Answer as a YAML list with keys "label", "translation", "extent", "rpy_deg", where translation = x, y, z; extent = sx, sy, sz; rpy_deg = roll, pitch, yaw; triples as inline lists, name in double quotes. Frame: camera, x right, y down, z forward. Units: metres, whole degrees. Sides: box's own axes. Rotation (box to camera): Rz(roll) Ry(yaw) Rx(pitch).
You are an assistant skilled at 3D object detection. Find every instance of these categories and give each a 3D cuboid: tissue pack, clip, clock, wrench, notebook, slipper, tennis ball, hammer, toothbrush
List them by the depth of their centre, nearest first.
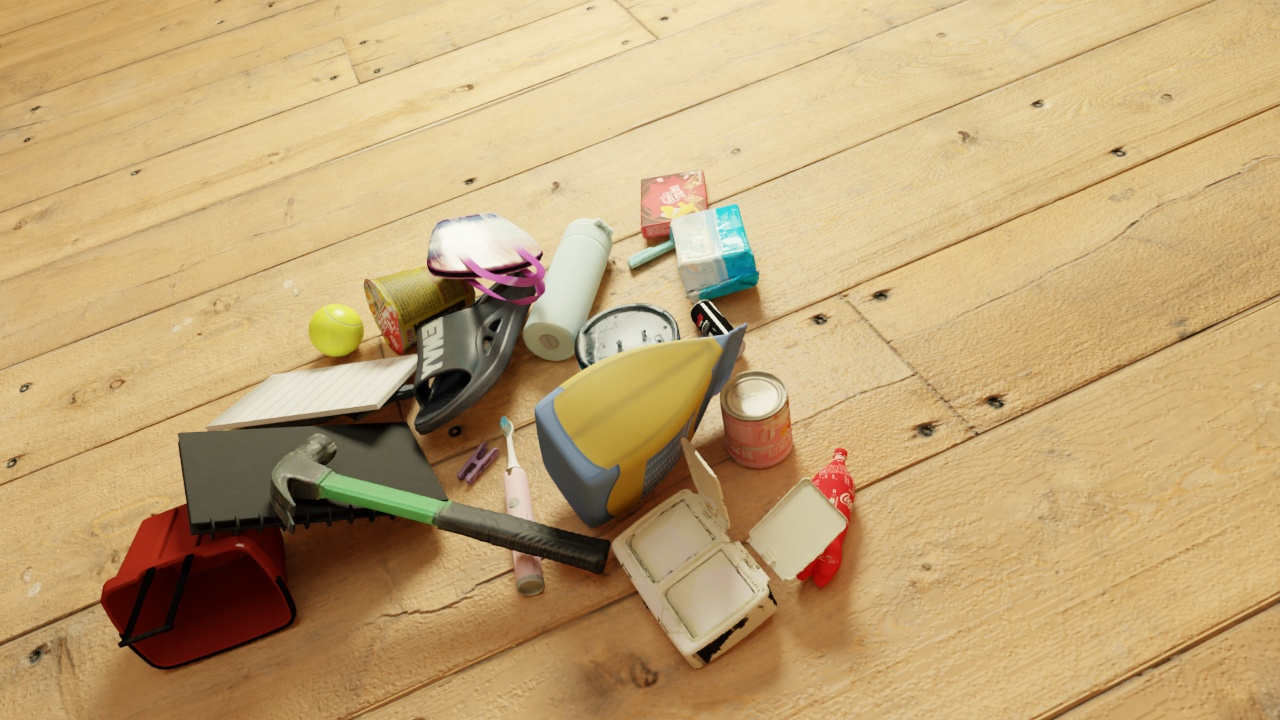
- label: "hammer"
  translation: [-0.185, 0.143, 0.847]
  extent: [0.319, 0.032, 0.130]
  rpy_deg: [14, 21, 3]
- label: "notebook"
  translation: [-0.325, 0.113, 0.913]
  extent: [0.231, 0.019, 0.169]
  rpy_deg: [-1, 26, -30]
- label: "toothbrush"
  translation: [-0.124, 0.137, 0.923]
  extent: [0.027, 0.026, 0.222]
  rpy_deg: [-23, 44, 4]
- label: "clip"
  translation: [-0.172, 0.110, 0.974]
  extent: [0.036, 0.013, 0.052]
  rpy_deg: [16, 54, 29]
- label: "clock"
  translation: [-0.006, 0.006, 1.003]
  extent: [0.116, 0.060, 0.161]
  rpy_deg: [-18, 45, -5]
- label: "wrench"
  translation: [-0.383, 0.065, 1.046]
  extent: [0.274, 0.022, 0.073]
  rpy_deg: [-14, 18, 11]
- label: "slipper"
  translation: [-0.197, -0.033, 1.050]
  extent: [0.111, 0.083, 0.267]
  rpy_deg: [-24, 31, 34]
- label: "notebook"
  translation: [-0.368, 0.035, 1.056]
  extent: [0.210, 0.009, 0.142]
  rpy_deg: [-8, 21, 13]
- label: "tissue pack"
  translation: [0.088, -0.129, 1.112]
  extent: [0.093, 0.062, 0.144]
  rpy_deg: [-13, 41, 4]
- label: "tennis ball"
  translation: [-0.377, -0.037, 1.139]
  extent: [0.065, 0.065, 0.065]
  rpy_deg: [-8, 44, 7]

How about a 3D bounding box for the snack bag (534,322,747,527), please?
- label: "snack bag"
  translation: [0.009, 0.051, 0.866]
  extent: [0.205, 0.159, 0.102]
  rpy_deg: [-33, 71, -16]

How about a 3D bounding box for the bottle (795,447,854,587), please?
- label: "bottle"
  translation: [0.170, 0.137, 0.833]
  extent: [0.042, 0.042, 0.141]
  rpy_deg: [6, 47, 20]

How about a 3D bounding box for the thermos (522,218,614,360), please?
- label: "thermos"
  translation: [-0.084, -0.093, 1.119]
  extent: [0.078, 0.065, 0.206]
  rpy_deg: [-36, 28, 41]

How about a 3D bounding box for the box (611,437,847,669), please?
- label: "box"
  translation: [0.060, 0.150, 0.791]
  extent: [0.186, 0.101, 0.145]
  rpy_deg: [-48, 47, 4]

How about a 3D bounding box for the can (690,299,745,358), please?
- label: "can"
  translation: [0.087, -0.035, 1.037]
  extent: [0.031, 0.031, 0.080]
  rpy_deg: [-24, 44, -10]

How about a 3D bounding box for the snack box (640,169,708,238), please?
- label: "snack box"
  translation: [0.045, -0.210, 1.226]
  extent: [0.089, 0.021, 0.132]
  rpy_deg: [-9, 38, 7]

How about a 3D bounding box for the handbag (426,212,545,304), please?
- label: "handbag"
  translation: [-0.165, -0.110, 1.054]
  extent: [0.144, 0.068, 0.170]
  rpy_deg: [-15, 32, -30]

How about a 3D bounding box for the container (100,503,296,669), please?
- label: "container"
  translation: [-0.404, 0.219, 0.842]
  extent: [0.148, 0.127, 0.200]
  rpy_deg: [-19, 34, -6]

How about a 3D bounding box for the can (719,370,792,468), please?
- label: "can"
  translation: [0.114, 0.059, 0.903]
  extent: [0.067, 0.076, 0.067]
  rpy_deg: [-7, 44, 7]

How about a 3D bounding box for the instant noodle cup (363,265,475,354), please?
- label: "instant noodle cup"
  translation: [-0.270, -0.075, 1.137]
  extent: [0.112, 0.100, 0.100]
  rpy_deg: [-28, 45, -27]

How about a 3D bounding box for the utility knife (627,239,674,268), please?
- label: "utility knife"
  translation: [0.052, -0.157, 1.183]
  extent: [0.158, 0.015, 0.022]
  rpy_deg: [-28, 24, -14]
